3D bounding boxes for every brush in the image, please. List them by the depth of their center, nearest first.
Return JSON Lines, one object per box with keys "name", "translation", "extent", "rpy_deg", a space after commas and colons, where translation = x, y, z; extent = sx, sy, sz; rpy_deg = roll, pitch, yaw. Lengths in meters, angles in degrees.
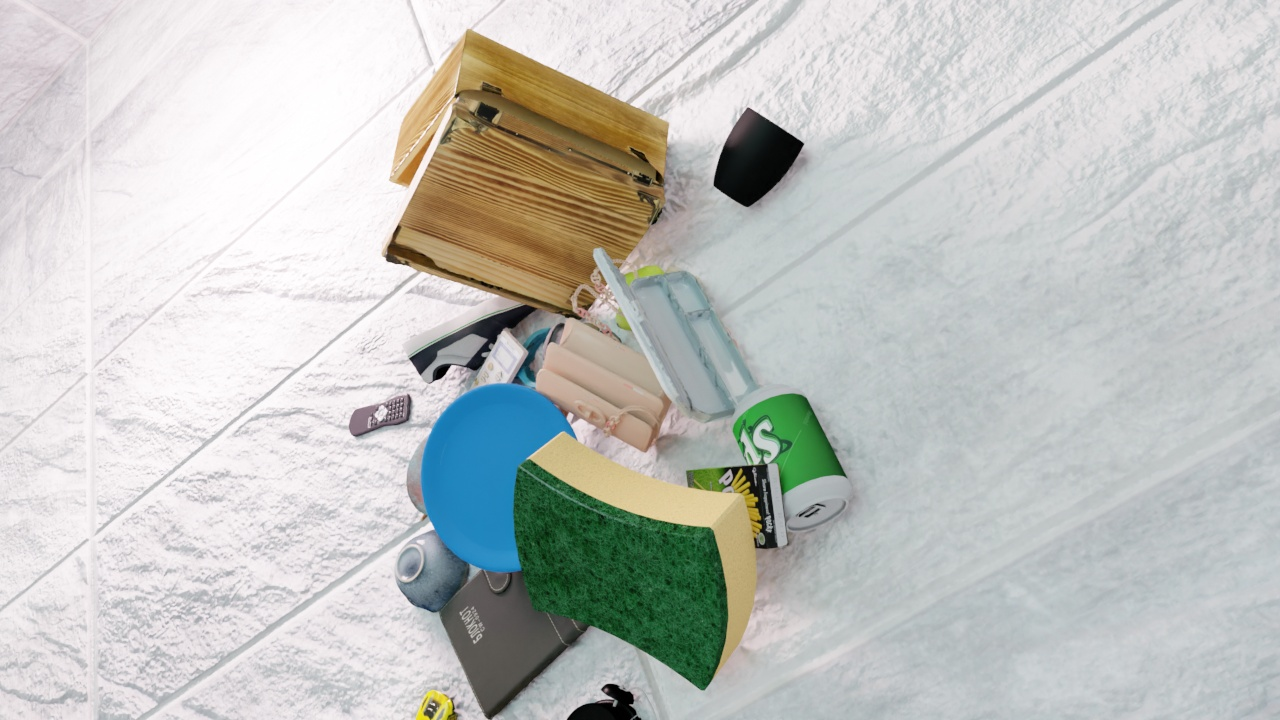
{"name": "brush", "translation": [-0.010, 0.201, 0.940], "extent": [0.250, 0.075, 0.195], "rpy_deg": [16, 124, 30]}

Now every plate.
{"name": "plate", "translation": [-0.164, 0.139, 1.102], "extent": [0.225, 0.024, 0.224], "rpy_deg": [-2, 86, 23]}

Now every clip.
{"name": "clip", "translation": [-0.150, 0.013, 1.237], "extent": [0.121, 0.033, 0.119], "rpy_deg": [-43, 57, 11]}

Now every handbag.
{"name": "handbag", "translation": [-0.007, 0.005, 1.103], "extent": [0.199, 0.117, 0.186], "rpy_deg": [28, 50, 8]}

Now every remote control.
{"name": "remote control", "translation": [-0.200, 0.028, 1.243], "extent": [0.050, 0.011, 0.136], "rpy_deg": [44, 114, 29]}
{"name": "remote control", "translation": [-0.393, 0.083, 1.377], "extent": [0.125, 0.009, 0.046], "rpy_deg": [-16, 62, 28]}

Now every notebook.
{"name": "notebook", "translation": [-0.146, 0.299, 1.110], "extent": [0.209, 0.029, 0.169], "rpy_deg": [-43, 53, 9]}

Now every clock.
{"name": "clock", "translation": [-0.033, 0.400, 0.980], "extent": [0.121, 0.042, 0.091], "rpy_deg": [-41, 53, 12]}
{"name": "clock", "translation": [-0.236, 0.144, 1.206], "extent": [0.158, 0.073, 0.121], "rpy_deg": [-23, 59, 23]}

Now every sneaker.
{"name": "sneaker", "translation": [-0.214, -0.038, 1.277], "extent": [0.236, 0.084, 0.079], "rpy_deg": [-25, 93, 14]}

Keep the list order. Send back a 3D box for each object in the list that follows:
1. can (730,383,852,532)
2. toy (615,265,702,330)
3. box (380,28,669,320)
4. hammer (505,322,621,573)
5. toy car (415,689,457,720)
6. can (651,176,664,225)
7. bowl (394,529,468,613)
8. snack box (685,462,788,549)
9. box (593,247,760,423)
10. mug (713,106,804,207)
{"name": "can", "translation": [0.155, 0.100, 0.953], "extent": [0.088, 0.087, 0.139], "rpy_deg": [-33, 55, 18]}
{"name": "toy", "translation": [0.023, -0.078, 1.145], "extent": [0.115, 0.046, 0.092], "rpy_deg": [-4, 69, 25]}
{"name": "box", "translation": [-0.136, -0.211, 1.112], "extent": [0.259, 0.279, 0.220], "rpy_deg": [-27, 51, 53]}
{"name": "hammer", "translation": [-0.116, 0.104, 1.147], "extent": [0.098, 0.052, 0.328], "rpy_deg": [10, 74, 37]}
{"name": "toy car", "translation": [-0.260, 0.457, 1.117], "extent": [0.049, 0.030, 0.106], "rpy_deg": [14, 80, 36]}
{"name": "can", "translation": [0.006, -0.249, 1.223], "extent": [0.054, 0.054, 0.137], "rpy_deg": [-10, 65, 30]}
{"name": "bowl", "translation": [-0.282, 0.269, 1.195], "extent": [0.111, 0.055, 0.110], "rpy_deg": [-14, 62, 28]}
{"name": "snack box", "translation": [0.096, 0.150, 0.948], "extent": [0.148, 0.025, 0.080], "rpy_deg": [161, 103, -64]}
{"name": "box", "translation": [0.033, -0.025, 1.016], "extent": [0.084, 0.185, 0.210], "rpy_deg": [-48, 57, 32]}
{"name": "mug", "translation": [0.134, -0.249, 1.131], "extent": [0.100, 0.085, 0.118], "rpy_deg": [-57, 20, 16]}
